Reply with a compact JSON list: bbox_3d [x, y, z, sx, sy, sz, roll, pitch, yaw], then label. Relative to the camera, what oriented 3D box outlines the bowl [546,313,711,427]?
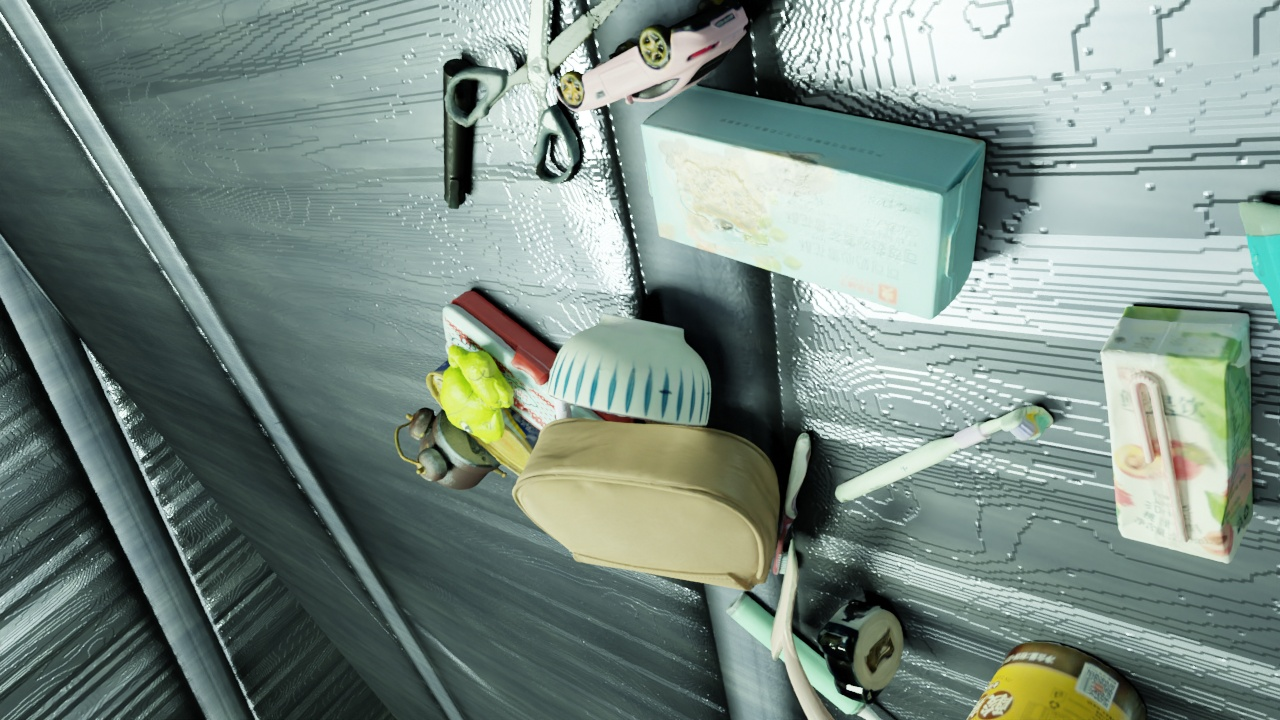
[{"bbox_3d":[-0.004,0.004,0.649,0.117,0.116,0.066,12,92,41],"label":"bowl"}]

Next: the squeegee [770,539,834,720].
[{"bbox_3d":[0.157,0.278,0.658,0.249,0.040,0.248,54,165,29],"label":"squeegee"}]

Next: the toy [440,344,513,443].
[{"bbox_3d":[-0.147,0.030,0.813,0.100,0.031,0.097,-21,107,46],"label":"toy"}]

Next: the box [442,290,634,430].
[{"bbox_3d":[-0.096,0.023,0.815,0.201,0.046,0.087,37,148,10],"label":"box"}]

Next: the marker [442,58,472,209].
[{"bbox_3d":[-0.134,-0.161,0.667,0.020,0.022,0.132,11,146,-6],"label":"marker"}]

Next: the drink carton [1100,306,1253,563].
[{"bbox_3d":[0.254,0.036,0.433,0.054,0.045,0.122,11,135,43],"label":"drink carton"}]

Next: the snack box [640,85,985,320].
[{"bbox_3d":[0.085,-0.086,0.477,0.175,0.051,0.074,22,141,32],"label":"snack box"}]

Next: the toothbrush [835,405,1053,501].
[{"bbox_3d":[0.178,0.064,0.577,0.190,0.029,0.020,138,129,-59],"label":"toothbrush"}]

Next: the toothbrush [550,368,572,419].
[{"bbox_3d":[-0.062,0.067,0.778,0.189,0.029,0.021,88,165,-50],"label":"toothbrush"}]

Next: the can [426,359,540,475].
[{"bbox_3d":[-0.137,0.050,0.888,0.148,0.049,0.075,40,148,7],"label":"can"}]

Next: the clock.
[{"bbox_3d":[-0.190,0.085,0.928,0.055,0.121,0.082,-45,52,35],"label":"clock"}]

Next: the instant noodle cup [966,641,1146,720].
[{"bbox_3d":[0.270,0.262,0.611,0.118,0.114,0.119,30,146,22],"label":"instant noodle cup"}]

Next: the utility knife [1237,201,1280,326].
[{"bbox_3d":[0.293,0.011,0.389,0.029,0.013,0.187,-4,123,53],"label":"utility knife"}]

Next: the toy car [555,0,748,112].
[{"bbox_3d":[0.005,-0.156,0.484,0.123,0.056,0.037,-4,117,51],"label":"toy car"}]

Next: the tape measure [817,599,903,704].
[{"bbox_3d":[0.175,0.224,0.720,0.034,0.065,0.066,3,124,51],"label":"tape measure"}]

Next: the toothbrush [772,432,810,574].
[{"bbox_3d":[0.119,0.117,0.708,0.017,0.016,0.188,7,138,7],"label":"toothbrush"}]

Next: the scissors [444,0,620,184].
[{"bbox_3d":[-0.065,-0.178,0.568,0.160,0.014,0.178,8,139,27],"label":"scissors"}]

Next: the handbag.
[{"bbox_3d":[0.011,0.107,0.717,0.205,0.099,0.148,4,137,26],"label":"handbag"}]

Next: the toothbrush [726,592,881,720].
[{"bbox_3d":[0.173,0.294,0.842,0.224,0.026,0.027,39,126,9],"label":"toothbrush"}]
